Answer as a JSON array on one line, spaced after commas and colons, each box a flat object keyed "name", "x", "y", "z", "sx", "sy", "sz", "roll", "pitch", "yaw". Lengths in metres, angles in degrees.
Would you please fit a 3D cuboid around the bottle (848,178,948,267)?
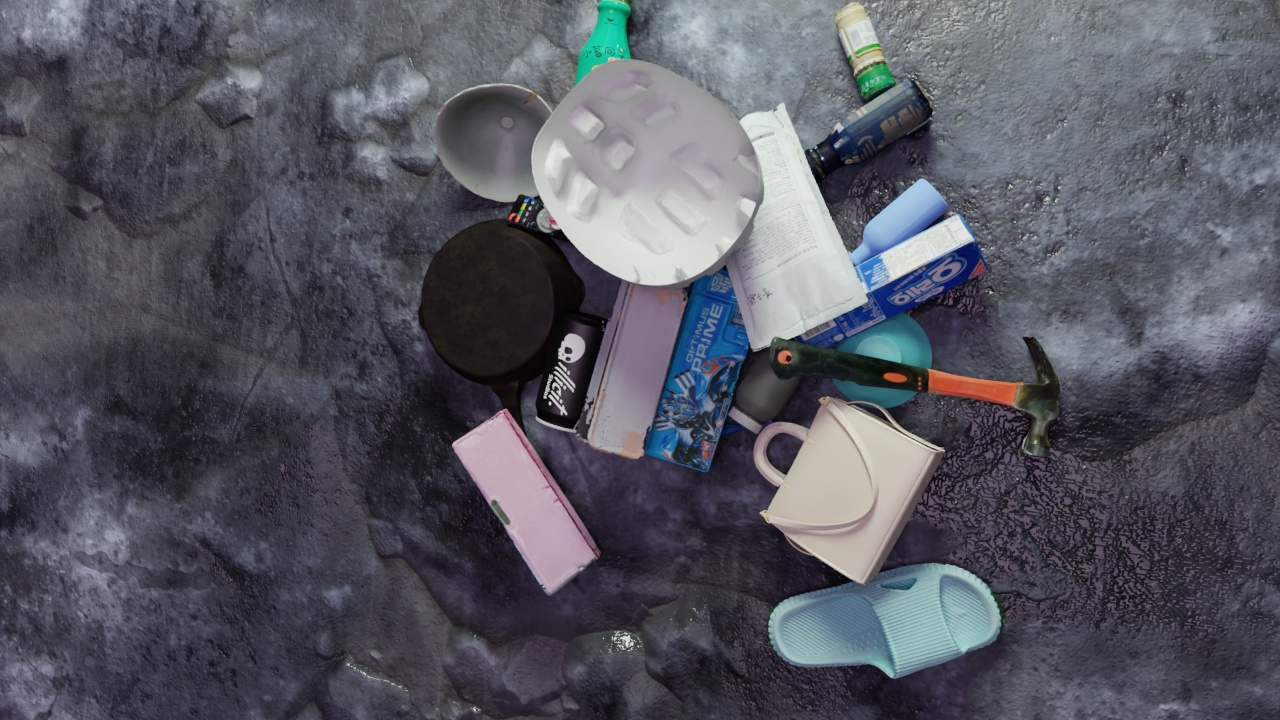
[{"name": "bottle", "x": 0.293, "y": -0.152, "z": 1.074, "sx": 0.131, "sy": 0.048, "sz": 0.048, "roll": -41, "pitch": 80, "yaw": 14}]

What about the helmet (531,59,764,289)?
[{"name": "helmet", "x": 0.021, "y": -0.200, "z": 1.038, "sx": 0.282, "sy": 0.183, "sz": 0.224, "roll": 42, "pitch": 102, "yaw": 42}]

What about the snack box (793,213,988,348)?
[{"name": "snack box", "x": 0.279, "y": -0.084, "z": 1.061, "sx": 0.227, "sy": 0.059, "sz": 0.059, "roll": -28, "pitch": 41, "yaw": 18}]

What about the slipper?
[{"name": "slipper", "x": 0.282, "y": 0.311, "z": 1.084, "sx": 0.277, "sy": 0.069, "sz": 0.116, "roll": -15, "pitch": 84, "yaw": 17}]

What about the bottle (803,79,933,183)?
[{"name": "bottle", "x": 0.260, "y": -0.264, "z": 1.075, "sx": 0.161, "sy": 0.056, "sz": 0.056, "roll": -31, "pitch": 83, "yaw": 15}]

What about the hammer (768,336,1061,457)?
[{"name": "hammer", "x": 0.309, "y": 0.020, "z": 1.039, "sx": 0.333, "sy": 0.033, "sz": 0.133, "roll": 9, "pitch": 95, "yaw": 0}]

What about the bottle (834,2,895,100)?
[{"name": "bottle", "x": 0.262, "y": -0.364, "z": 1.080, "sx": 0.043, "sy": 0.042, "sz": 0.110, "roll": -21, "pitch": 84, "yaw": 16}]

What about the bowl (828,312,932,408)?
[{"name": "bowl", "x": 0.281, "y": -0.002, "z": 1.083, "sx": 0.121, "sy": 0.046, "sz": 0.121, "roll": 1, "pitch": 92, "yaw": 17}]

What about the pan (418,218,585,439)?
[{"name": "pan", "x": -0.188, "y": -0.013, "z": 1.225, "sx": 0.249, "sy": 0.043, "sz": 0.356, "roll": -9, "pitch": 89, "yaw": 17}]

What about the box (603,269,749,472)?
[{"name": "box", "x": 0.042, "y": -0.002, "z": 1.140, "sx": 0.174, "sy": 0.063, "sz": 0.243, "roll": 19, "pitch": 94, "yaw": 19}]

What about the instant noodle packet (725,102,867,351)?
[{"name": "instant noodle packet", "x": 0.156, "y": -0.158, "z": 1.081, "sx": 0.147, "sy": 0.057, "sz": 0.269, "roll": -26, "pitch": 71, "yaw": 29}]

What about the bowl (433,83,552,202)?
[{"name": "bowl", "x": -0.176, "y": -0.296, "z": 1.195, "sx": 0.174, "sy": 0.067, "sz": 0.174, "roll": 4, "pitch": 134, "yaw": 4}]

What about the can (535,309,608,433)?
[{"name": "can", "x": -0.083, "y": 0.013, "z": 1.175, "sx": 0.080, "sy": 0.080, "sz": 0.146, "roll": 17, "pitch": 96, "yaw": 16}]

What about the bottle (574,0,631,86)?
[{"name": "bottle", "x": -0.046, "y": -0.370, "z": 1.158, "sx": 0.068, "sy": 0.068, "sz": 0.210, "roll": 11, "pitch": 95, "yaw": 16}]

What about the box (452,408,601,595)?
[{"name": "box", "x": -0.155, "y": 0.186, "z": 1.177, "sx": 0.099, "sy": 0.098, "sz": 0.232, "roll": -31, "pitch": 91, "yaw": 17}]

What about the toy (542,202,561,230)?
[{"name": "toy", "x": -0.091, "y": -0.219, "z": 1.180, "sx": 0.065, "sy": 0.050, "sz": 0.102, "roll": 8, "pitch": 102, "yaw": 3}]

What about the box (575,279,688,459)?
[{"name": "box", "x": -0.006, "y": 0.007, "z": 1.113, "sx": 0.108, "sy": 0.094, "sz": 0.216, "roll": 17, "pitch": 94, "yaw": 28}]

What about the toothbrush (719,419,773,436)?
[{"name": "toothbrush", "x": 0.104, "y": 0.088, "z": 1.157, "sx": 0.132, "sy": 0.016, "sz": 0.021, "roll": -12, "pitch": 88, "yaw": 19}]

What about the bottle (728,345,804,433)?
[{"name": "bottle", "x": 0.154, "y": 0.032, "z": 1.111, "sx": 0.060, "sy": 0.060, "sz": 0.108, "roll": 34, "pitch": 94, "yaw": 13}]

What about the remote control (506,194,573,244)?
[{"name": "remote control", "x": -0.104, "y": -0.178, "z": 1.201, "sx": 0.140, "sy": 0.021, "sz": 0.045, "roll": 20, "pitch": 71, "yaw": 12}]

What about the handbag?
[{"name": "handbag", "x": 0.226, "y": 0.134, "z": 1.088, "sx": 0.198, "sy": 0.101, "sz": 0.195, "roll": 30, "pitch": 99, "yaw": 25}]
